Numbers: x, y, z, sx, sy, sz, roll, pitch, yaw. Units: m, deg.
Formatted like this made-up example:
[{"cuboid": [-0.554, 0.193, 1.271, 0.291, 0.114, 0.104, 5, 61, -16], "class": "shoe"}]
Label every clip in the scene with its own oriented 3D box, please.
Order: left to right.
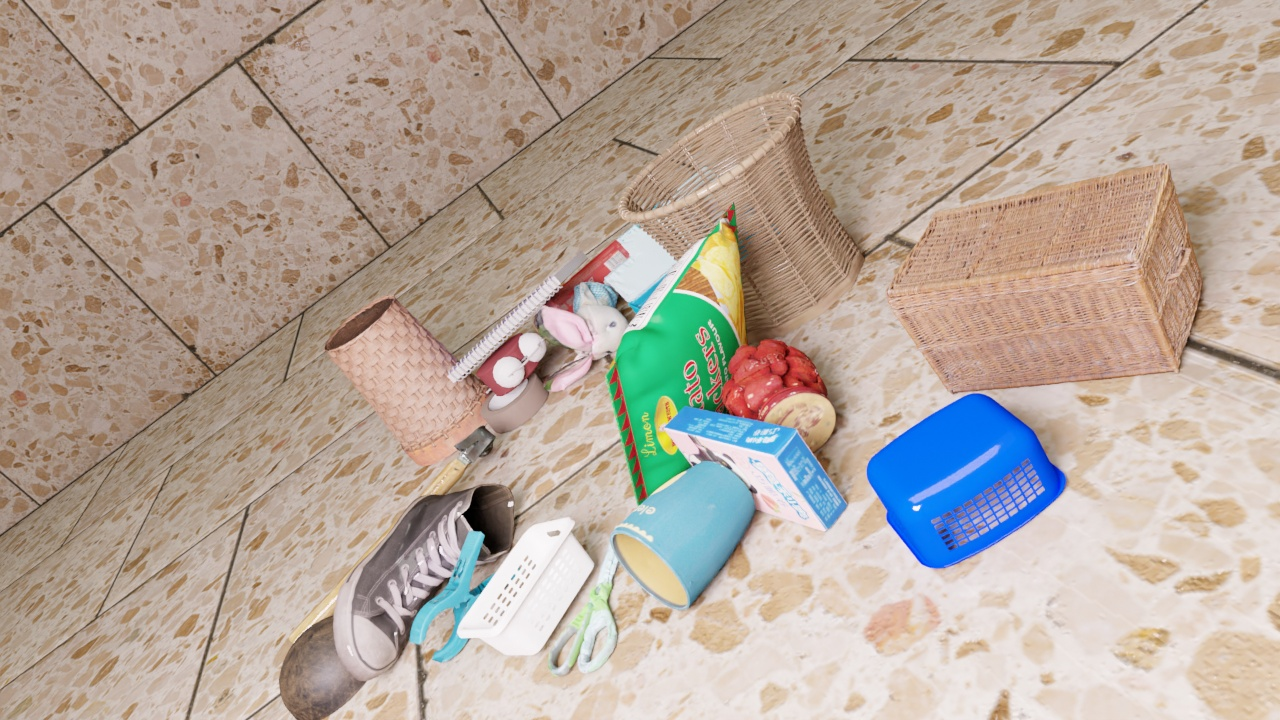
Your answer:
[{"cuboid": [-0.182, 0.222, 0.886, 0.028, 0.113, 0.126, -10, 48, 51], "class": "clip"}]

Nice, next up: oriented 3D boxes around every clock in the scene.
[{"cuboid": [-0.171, 0.005, 1.228, 0.087, 0.044, 0.125, -51, 18, -28], "class": "clock"}]

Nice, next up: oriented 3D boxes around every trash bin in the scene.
[{"cuboid": [-0.323, 0.023, 1.292, 0.151, 0.210, 0.151, -29, 25, 15], "class": "trash bin"}]

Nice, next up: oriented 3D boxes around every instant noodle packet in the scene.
[{"cuboid": [0.046, -0.001, 0.882, 0.090, 0.196, 0.251, 15, 49, 26], "class": "instant noodle packet"}]

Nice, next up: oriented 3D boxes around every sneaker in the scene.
[{"cuboid": [-0.218, 0.219, 0.945, 0.120, 0.095, 0.234, -20, 21, 32], "class": "sneaker"}]

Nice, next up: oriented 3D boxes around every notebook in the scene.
[{"cuboid": [-0.168, -0.061, 1.271, 0.209, 0.022, 0.171, -41, 7, 19], "class": "notebook"}]

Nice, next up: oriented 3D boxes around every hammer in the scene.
[{"cuboid": [-0.292, 0.207, 1.100, 0.330, 0.033, 0.132, -49, 2, -15], "class": "hammer"}]

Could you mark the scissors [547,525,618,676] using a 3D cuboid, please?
[{"cuboid": [-0.039, 0.206, 0.816, 0.072, 0.033, 0.175, -26, 21, 28], "class": "scissors"}]

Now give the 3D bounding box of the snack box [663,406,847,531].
[{"cuboid": [0.091, 0.087, 0.766, 0.033, 0.088, 0.154, -46, 26, -20], "class": "snack box"}]

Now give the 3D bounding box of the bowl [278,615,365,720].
[{"cuboid": [-0.335, 0.312, 0.965, 0.121, 0.056, 0.121, -30, 25, 15], "class": "bowl"}]

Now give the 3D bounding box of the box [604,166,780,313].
[{"cuboid": [0.068, -0.149, 1.256, 0.227, 0.074, 0.181, -40, 47, -9], "class": "box"}]

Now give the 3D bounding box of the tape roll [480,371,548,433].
[{"cuboid": [-0.171, 0.056, 1.249, 0.094, 0.030, 0.093, -30, 24, 15], "class": "tape roll"}]

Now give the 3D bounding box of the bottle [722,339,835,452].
[{"cuboid": [0.118, 0.036, 0.832, 0.099, 0.099, 0.111, -33, 34, 6], "class": "bottle"}]

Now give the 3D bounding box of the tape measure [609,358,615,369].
[{"cuboid": [-0.007, 0.007, 1.118, 0.059, 0.030, 0.068, -33, 22, 7], "class": "tape measure"}]

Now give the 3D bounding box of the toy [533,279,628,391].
[{"cuboid": [-0.058, -0.046, 1.243, 0.106, 0.131, 0.204, 8, 31, 15], "class": "toy"}]

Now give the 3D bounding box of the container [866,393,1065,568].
[{"cuboid": [0.221, 0.079, 0.642, 0.114, 0.058, 0.096, -34, 24, 4], "class": "container"}]

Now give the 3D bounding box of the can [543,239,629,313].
[{"cuboid": [-0.071, -0.108, 1.370, 0.170, 0.067, 0.067, -42, 24, -13], "class": "can"}]

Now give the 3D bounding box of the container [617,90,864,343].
[{"cuboid": [0.122, -0.154, 1.032, 0.227, 0.196, 0.226, -30, 25, 15], "class": "container"}]

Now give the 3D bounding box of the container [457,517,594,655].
[{"cuboid": [-0.098, 0.209, 0.832, 0.081, 0.049, 0.128, -23, 25, 50], "class": "container"}]

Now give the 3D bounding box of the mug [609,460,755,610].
[{"cuboid": [0.035, 0.143, 0.765, 0.104, 0.084, 0.112, -42, -5, -28], "class": "mug"}]

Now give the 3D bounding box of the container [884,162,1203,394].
[{"cuboid": [0.310, -0.056, 0.702, 0.199, 0.113, 0.113, -8, 36, 47], "class": "container"}]
